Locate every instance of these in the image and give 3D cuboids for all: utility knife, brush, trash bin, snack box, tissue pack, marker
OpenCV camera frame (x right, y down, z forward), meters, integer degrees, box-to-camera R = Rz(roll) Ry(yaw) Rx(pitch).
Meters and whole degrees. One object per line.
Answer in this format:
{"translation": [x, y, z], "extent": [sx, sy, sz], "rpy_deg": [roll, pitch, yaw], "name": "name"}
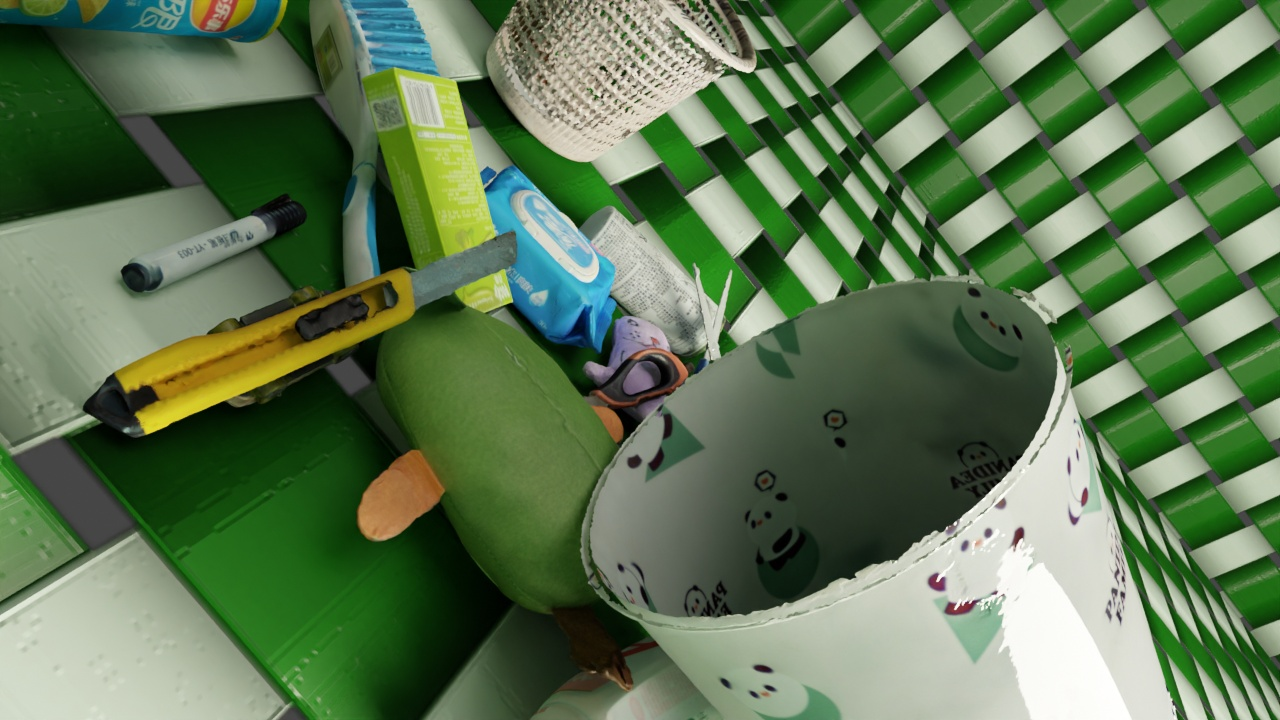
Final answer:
{"translation": [-0.145, -0.021, 0.434], "extent": [0.218, 0.015, 0.033], "rpy_deg": [-29, 82, -31], "name": "utility knife"}
{"translation": [-0.175, -0.143, 0.622], "extent": [0.109, 0.061, 0.314], "rpy_deg": [6, 54, -48], "name": "brush"}
{"translation": [-0.033, -0.306, 0.876], "extent": [0.227, 0.193, 0.227], "rpy_deg": [37, 31, -28], "name": "trash bin"}
{"translation": [-0.127, -0.104, 0.593], "extent": [0.085, 0.026, 0.156], "rpy_deg": [-41, 118, -71], "name": "snack box"}
{"translation": [-0.074, -0.079, 0.692], "extent": [0.157, 0.052, 0.094], "rpy_deg": [46, 25, -12], "name": "tissue pack"}
{"translation": [-0.221, -0.064, 0.485], "extent": [0.022, 0.018, 0.130], "rpy_deg": [56, 25, -11], "name": "marker"}
{"translation": [0.131, 0.126, 0.449], "extent": [0.252, 0.230, 0.229], "rpy_deg": [58, 24, -21], "name": "trash bin"}

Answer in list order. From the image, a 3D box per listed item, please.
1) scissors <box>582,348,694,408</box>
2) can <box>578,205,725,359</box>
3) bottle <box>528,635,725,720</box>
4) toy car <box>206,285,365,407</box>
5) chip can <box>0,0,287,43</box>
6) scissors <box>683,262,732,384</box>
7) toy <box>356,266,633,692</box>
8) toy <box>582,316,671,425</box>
{"translation": [-0.024, 0.047, 0.634], "extent": [0.225, 0.015, 0.189], "rpy_deg": [-17, 86, -46], "name": "scissors"}
{"translation": [0.006, -0.067, 0.801], "extent": [0.146, 0.058, 0.058], "rpy_deg": [41, 29, -21], "name": "can"}
{"translation": [-0.002, 0.185, 0.480], "extent": [0.196, 0.068, 0.068], "rpy_deg": [-2, 59, -54], "name": "bottle"}
{"translation": [-0.180, -0.005, 0.460], "extent": [0.042, 0.035, 0.090], "rpy_deg": [51, 33, -1], "name": "toy car"}
{"translation": [-0.291, -0.214, 0.494], "extent": [0.071, 0.071, 0.209], "rpy_deg": [53, 27, 1], "name": "chip can"}
{"translation": [0.061, 0.003, 0.780], "extent": [0.162, 0.012, 0.176], "rpy_deg": [-59, 138, -38], "name": "scissors"}
{"translation": [-0.063, 0.061, 0.507], "extent": [0.246, 0.090, 0.226], "rpy_deg": [54, 25, 11], "name": "toy"}
{"translation": [-0.004, 0.004, 0.720], "extent": [0.084, 0.039, 0.107], "rpy_deg": [41, 34, -17], "name": "toy"}
